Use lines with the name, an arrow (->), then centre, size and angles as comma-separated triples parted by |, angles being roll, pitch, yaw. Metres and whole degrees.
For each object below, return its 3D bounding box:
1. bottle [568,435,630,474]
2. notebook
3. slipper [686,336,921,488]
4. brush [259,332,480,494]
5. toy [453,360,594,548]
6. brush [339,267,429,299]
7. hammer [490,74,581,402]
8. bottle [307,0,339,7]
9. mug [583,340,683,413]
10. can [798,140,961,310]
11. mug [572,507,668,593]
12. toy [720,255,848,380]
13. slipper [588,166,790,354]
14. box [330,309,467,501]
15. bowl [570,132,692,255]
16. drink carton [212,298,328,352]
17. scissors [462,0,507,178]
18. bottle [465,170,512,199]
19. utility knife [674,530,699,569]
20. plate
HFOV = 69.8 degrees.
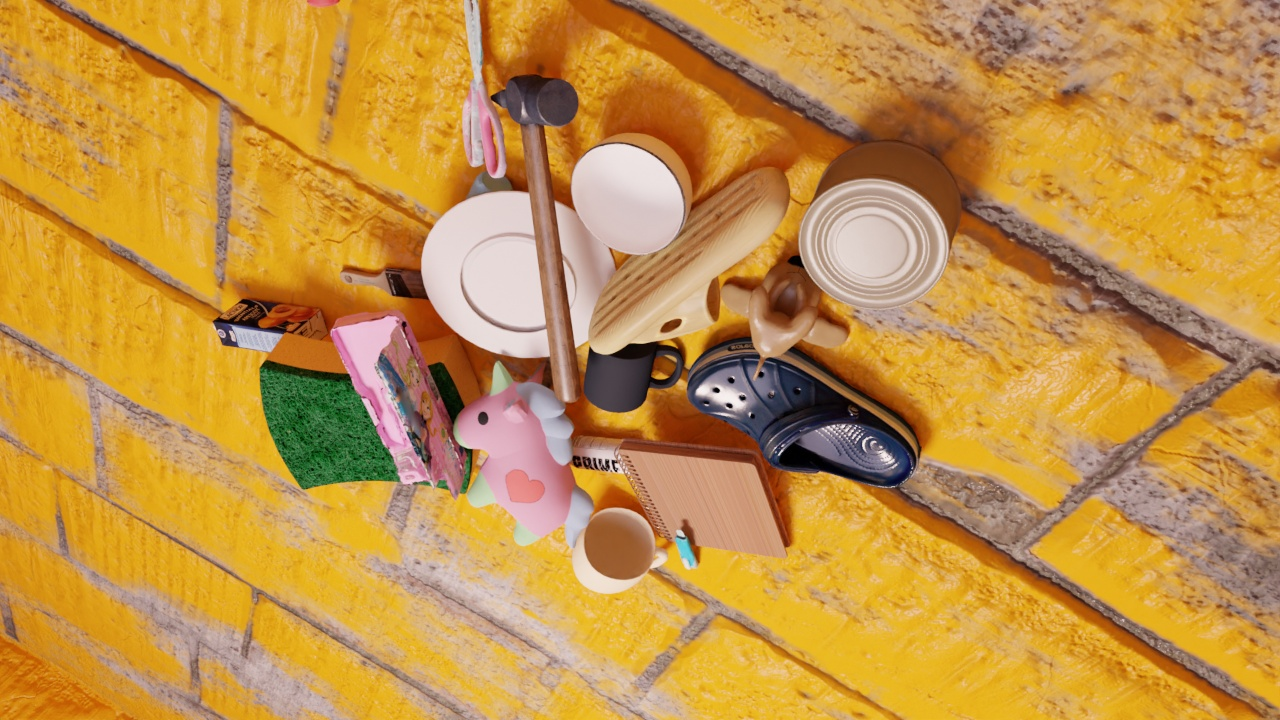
bottle -> -0.055, 0.113, 1.112 | 0.116, 0.041, 0.041 | 3, 126, 24
notebook -> 0.072, 0.161, 1.061 | 0.169, 0.022, 0.210 | 4, 143, 24
slipper -> 0.165, 0.063, 0.933 | 0.253, 0.095, 0.105 | 24, 134, 3
brush -> -0.328, 0.067, 1.143 | 0.250, 0.075, 0.195 | 1, 125, 6
toy -> -0.124, 0.117, 1.068 | 0.222, 0.119, 0.171 | 43, 115, -8
brush -> -0.295, -0.093, 1.092 | 0.151, 0.012, 0.039 | 7, 128, 23
hammer -> -0.089, -0.108, 0.885 | 0.129, 0.040, 0.322 | 30, 131, 55
bottle -> -0.301, -0.394, 0.831 | 0.062, 0.061, 0.138 | 12, 128, 18
mug -> -0.006, 0.006, 0.995 | 0.105, 0.071, 0.078 | 3, 131, -9
can -> 0.205, -0.114, 0.788 | 0.128, 0.073, 0.128 | 13, 129, 17
mug -> -0.028, 0.249, 1.171 | 0.120, 0.096, 0.100 | 10, 150, -13
toy -> 0.133, -0.043, 0.863 | 0.134, 0.108, 0.106 | 23, 115, 9
slipper -> 0.055, -0.084, 0.878 | 0.079, 0.111, 0.262 | 31, 132, -28
box -> -0.273, 0.066, 1.023 | 0.086, 0.105, 0.231 | -8, 124, 11
bowl -> -0.002, -0.163, 0.859 | 0.113, 0.063, 0.114 | 13, 129, 16
drink carton -> -0.477, -0.043, 1.185 | 0.130, 0.064, 0.040 | 8, 125, 19
scissors -> -0.162, -0.267, 0.880 | 0.105, 0.016, 0.179 | 24, 126, 56
bottle -> -0.177, -0.144, 0.976 | 0.040, 0.040, 0.130 | 36, 132, -3
utility knife -> 0.057, 0.235, 1.138 | 0.022, 0.015, 0.124 | 18, 154, 18
plate -> -0.129, -0.082, 0.972 | 0.208, 0.015, 0.209 | 2, 128, 2
